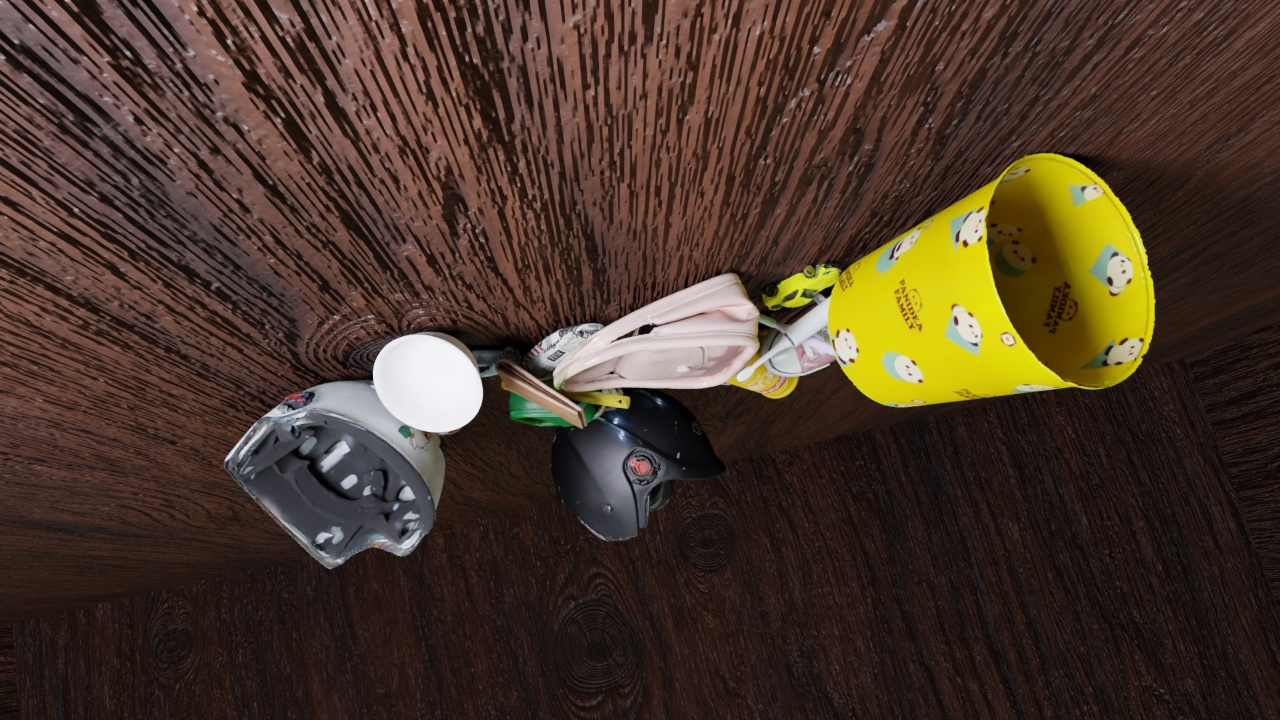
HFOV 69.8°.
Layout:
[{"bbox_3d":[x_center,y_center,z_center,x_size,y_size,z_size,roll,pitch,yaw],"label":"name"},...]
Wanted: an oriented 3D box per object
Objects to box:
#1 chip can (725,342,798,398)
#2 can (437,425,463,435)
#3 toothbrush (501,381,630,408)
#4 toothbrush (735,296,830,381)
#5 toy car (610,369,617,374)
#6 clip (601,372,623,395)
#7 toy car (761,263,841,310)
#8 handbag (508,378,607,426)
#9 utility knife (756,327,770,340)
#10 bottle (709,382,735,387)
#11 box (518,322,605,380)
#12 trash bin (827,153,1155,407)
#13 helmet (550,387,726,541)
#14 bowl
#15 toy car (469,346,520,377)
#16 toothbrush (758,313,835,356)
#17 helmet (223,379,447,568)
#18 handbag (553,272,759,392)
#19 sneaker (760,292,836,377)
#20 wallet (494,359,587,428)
[{"bbox_3d":[0.143,0.003,1.270,0.072,0.072,0.213,-21,159,30],"label":"chip can"},{"bbox_3d":[-0.262,0.061,1.186,0.066,0.066,0.094,-13,167,-2],"label":"can"},{"bbox_3d":[-0.096,0.040,1.135,0.190,0.015,0.016,7,178,32],"label":"toothbrush"},{"bbox_3d":[0.205,-0.043,1.111,0.221,0.027,0.026,-37,-172,1],"label":"toothbrush"},{"bbox_3d":[-0.007,0.007,1.238,0.120,0.045,0.053,-6,122,-16],"label":"toy car"},{"bbox_3d":[-0.051,0.027,1.175,0.035,0.102,0.095,-15,-157,12],"label":"clip"},{"bbox_3d":[0.193,-0.086,1.092,0.048,0.032,0.105,0,160,-43],"label":"toy car"},{"bbox_3d":[-0.112,0.050,1.237,0.120,0.068,0.131,-2,169,10],"label":"handbag"},{"bbox_3d":[0.195,-0.042,1.316,0.156,0.015,0.033,-7,160,-19],"label":"utility knife"},{"bbox_3d":[0.160,0.009,1.423,0.080,0.044,0.194,-39,160,28],"label":"bottle"},{"bbox_3d":[-0.098,-0.012,1.113,0.068,0.052,0.165,-22,176,-41],"label":"box"},{"bbox_3d":[0.350,-0.060,0.967,0.229,0.229,0.256,-6,171,-28],"label":"trash bin"},{"bbox_3d":[-0.012,0.148,1.448,0.275,0.230,0.233,-15,-178,13],"label":"helmet"},{"bbox_3d":[-0.220,0.011,0.991,0.118,0.118,0.064,-17,-154,17],"label":"bowl"},{"bbox_3d":[-0.197,0.006,1.093,0.120,0.036,0.054,-5,164,-46],"label":"toy car"},{"bbox_3d":[0.197,-0.029,1.135,0.189,0.021,0.029,23,145,2],"label":"toothbrush"},{"bbox_3d":[-0.337,0.114,1.092,0.275,0.230,0.156,-25,-155,31],"label":"helmet"},{"bbox_3d":[0.010,-0.011,1.062,0.234,0.093,0.194,-14,166,-15],"label":"handbag"},{"bbox_3d":[0.261,-0.045,1.174,0.241,0.118,0.087,-24,-178,18],"label":"sneaker"},{"bbox_3d":[-0.116,0.042,1.092,0.115,0.020,0.101,30,168,8],"label":"wallet"}]
